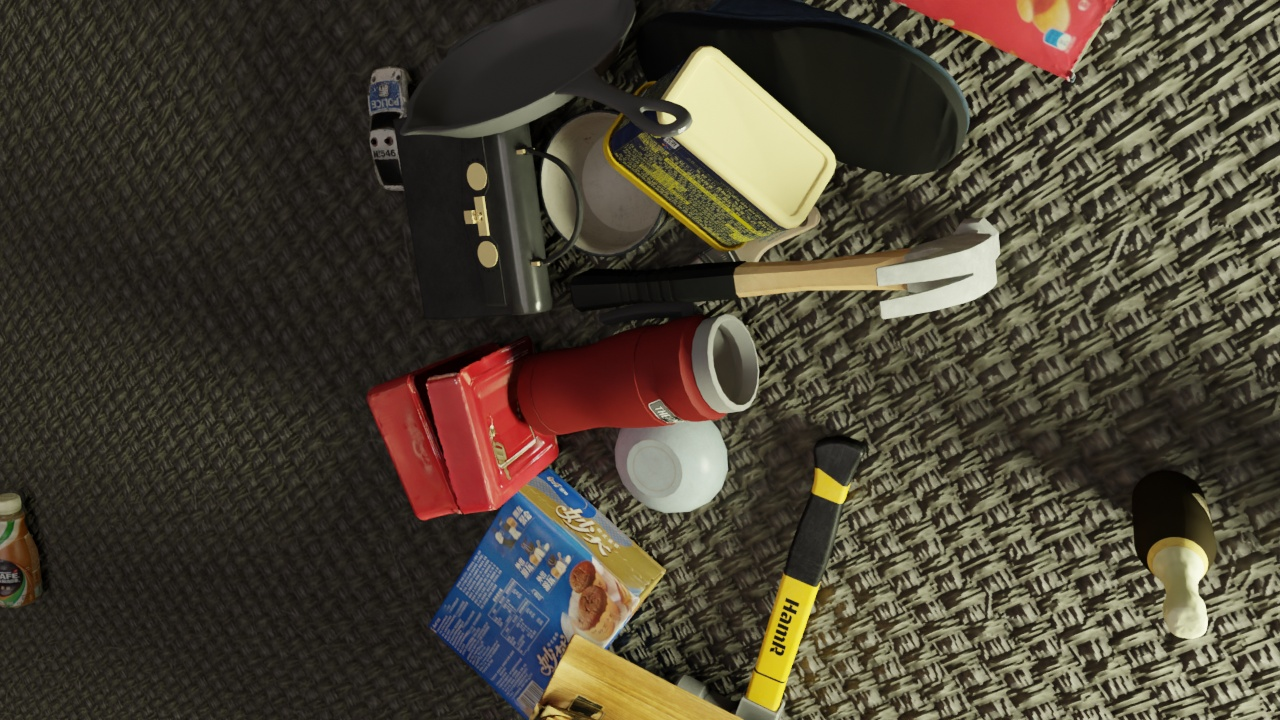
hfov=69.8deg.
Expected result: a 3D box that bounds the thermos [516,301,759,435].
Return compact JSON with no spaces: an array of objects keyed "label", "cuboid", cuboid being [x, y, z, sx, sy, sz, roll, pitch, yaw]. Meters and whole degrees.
[{"label":"thermos","cuboid":[-0.005,0.005,0.771,0.199,0.084,0.108,-10,64,36]}]

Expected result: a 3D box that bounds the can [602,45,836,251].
[{"label":"can","cuboid":[0.055,-0.147,0.654,0.135,0.104,0.075,36,78,-17]}]

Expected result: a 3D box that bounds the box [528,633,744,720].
[{"label":"box","cuboid":[-0.010,0.431,0.706,0.279,0.335,0.287,26,120,6]}]

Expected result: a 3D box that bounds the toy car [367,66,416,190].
[{"label":"toy car","cuboid":[-0.232,-0.215,0.854,0.048,0.040,0.113,3,105,25]}]

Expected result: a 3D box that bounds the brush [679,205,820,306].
[{"label":"brush","cuboid":[0.079,-0.085,0.746,0.152,0.012,0.039,-30,90,29]}]

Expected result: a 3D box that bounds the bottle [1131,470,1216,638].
[{"label":"bottle","cuboid":[0.333,0.120,0.571,0.045,0.184,0.045,7,107,25]}]

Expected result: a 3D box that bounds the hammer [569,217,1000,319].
[{"label":"hammer","cuboid":[0.091,-0.061,0.688,0.329,0.130,0.039,-1,108,32]}]

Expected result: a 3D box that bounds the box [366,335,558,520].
[{"label":"box","cuboid":[-0.148,0.056,0.809,0.098,0.157,0.130,-15,96,19]}]

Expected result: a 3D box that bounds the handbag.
[{"label":"handbag","cuboid":[-0.112,-0.123,0.763,0.196,0.072,0.176,7,108,46]}]

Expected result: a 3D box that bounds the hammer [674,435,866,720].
[{"label":"hammer","cuboid":[0.135,0.214,0.790,0.170,0.034,0.325,20,111,20]}]

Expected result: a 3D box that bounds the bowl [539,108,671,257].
[{"label":"bowl","cuboid":[-0.019,-0.146,0.752,0.116,0.059,0.115,7,107,25]}]

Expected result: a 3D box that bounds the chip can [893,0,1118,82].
[{"label":"chip can","cuboid":[0.194,-0.265,0.604,0.233,0.073,0.073,32,116,15]}]

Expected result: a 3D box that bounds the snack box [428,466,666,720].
[{"label":"snack box","cuboid":[-0.094,0.231,0.888,0.155,0.069,0.203,39,118,13]}]

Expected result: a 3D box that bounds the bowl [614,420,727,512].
[{"label":"bowl","cuboid":[0.020,0.089,0.807,0.106,0.039,0.106,7,107,25]}]

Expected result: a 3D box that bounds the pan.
[{"label":"pan","cuboid":[-0.059,-0.201,0.664,0.354,0.216,0.024,40,164,50]}]

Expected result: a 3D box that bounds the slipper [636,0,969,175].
[{"label":"slipper","cuboid":[0.117,-0.212,0.647,0.266,0.083,0.109,26,153,38]}]

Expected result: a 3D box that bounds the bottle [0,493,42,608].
[{"label":"bottle","cuboid":[-0.904,0.272,1.322,0.059,0.059,0.167,14,109,23]}]
